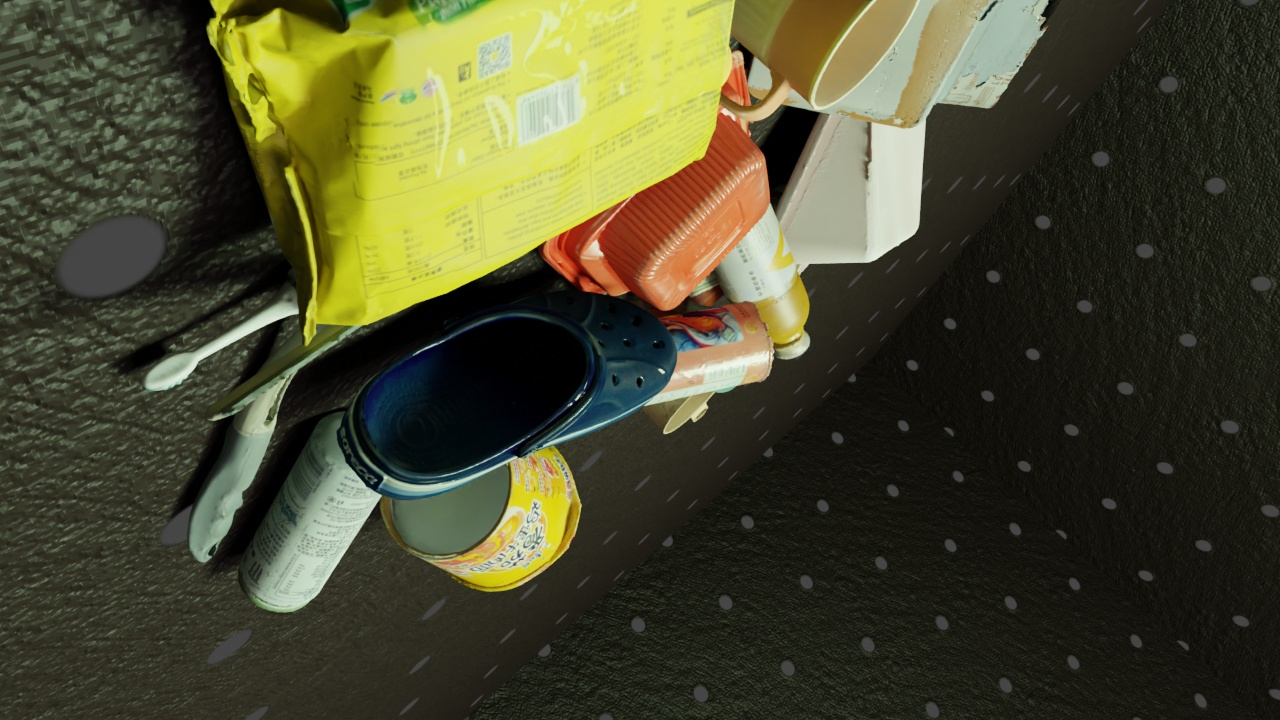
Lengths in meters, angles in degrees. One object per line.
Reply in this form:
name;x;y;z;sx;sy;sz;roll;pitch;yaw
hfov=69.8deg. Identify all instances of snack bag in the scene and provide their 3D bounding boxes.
snack bag;-0.049;-0.117;0.385;0.245;0.068;0.158;-34;150;-29

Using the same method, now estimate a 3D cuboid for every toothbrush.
toothbrush;-0.142;-0.047;0.456;0.220;0.027;0.026;-38;178;-28

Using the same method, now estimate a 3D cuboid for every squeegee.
squeegee;-0.201;0.033;0.498;0.247;0.039;0.245;-46;-175;29

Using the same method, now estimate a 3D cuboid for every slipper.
slipper;-0.071;0.004;0.586;0.252;0.105;0.095;-23;169;-41

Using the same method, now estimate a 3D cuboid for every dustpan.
dustpan;0.181;-0.188;0.875;0.222;0.139;0.273;-24;116;-56

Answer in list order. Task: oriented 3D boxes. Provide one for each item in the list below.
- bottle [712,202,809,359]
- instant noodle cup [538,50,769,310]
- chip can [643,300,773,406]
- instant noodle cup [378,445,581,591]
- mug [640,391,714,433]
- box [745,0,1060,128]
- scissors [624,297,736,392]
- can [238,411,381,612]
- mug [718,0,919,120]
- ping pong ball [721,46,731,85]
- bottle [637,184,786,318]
bottle;0.102;-0.076;0.799;0.068;0.068;0.189;-42;129;-12
instant noodle cup;0.026;-0.110;0.649;0.189;0.079;0.164;-47;166;2
chip can;-0.004;0.004;0.724;0.214;0.071;0.071;-11;153;-20
instant noodle cup;-0.132;0.108;0.728;0.138;0.138;0.110;-44;158;-2
mug;0.021;0.010;0.911;0.084;0.103;0.124;-44;166;-2
box;0.172;-0.268;0.611;0.183;0.193;0.156;106;-11;-62
scissors;0.024;-0.016;0.801;0.171;0.178;0.019;-43;-152;22
can;-0.215;0.102;0.608;0.147;0.058;0.058;-53;164;27
mug;0.074;-0.191;0.499;0.115;0.106;0.081;-49;165;15
ping pong ball;0.035;-0.180;0.552;0.040;0.040;0.040;-41;165;-14
bottle;0.082;-0.103;0.864;0.205;0.060;0.060;-41;166;-29
